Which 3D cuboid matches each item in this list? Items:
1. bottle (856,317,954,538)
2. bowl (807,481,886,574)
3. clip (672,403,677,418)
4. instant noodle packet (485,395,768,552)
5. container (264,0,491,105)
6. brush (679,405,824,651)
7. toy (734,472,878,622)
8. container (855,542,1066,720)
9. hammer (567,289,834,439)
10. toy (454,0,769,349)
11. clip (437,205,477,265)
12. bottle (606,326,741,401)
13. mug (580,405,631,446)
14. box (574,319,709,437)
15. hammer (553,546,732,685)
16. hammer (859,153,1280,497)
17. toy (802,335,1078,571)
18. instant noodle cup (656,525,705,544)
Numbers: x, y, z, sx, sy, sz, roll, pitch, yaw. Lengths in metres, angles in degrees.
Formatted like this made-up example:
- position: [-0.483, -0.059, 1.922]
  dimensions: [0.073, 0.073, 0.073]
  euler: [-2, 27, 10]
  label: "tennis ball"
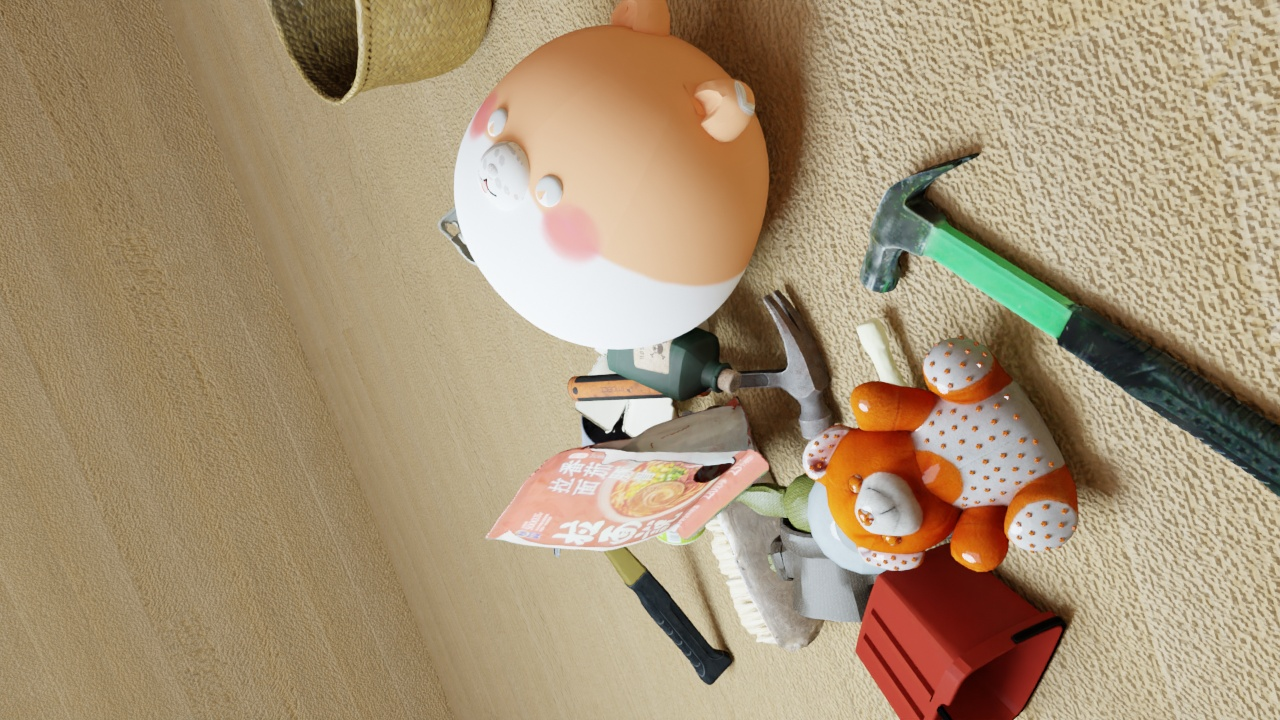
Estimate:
- position: [0.220, 0.052, 0.745]
  dimensions: [0.045, 0.045, 0.184]
  euler: [-22, 92, 61]
  label: "bottle"
- position: [0.194, 0.135, 0.784]
  dimensions: [0.106, 0.039, 0.106]
  euler: [1, 95, 16]
  label: "bowl"
- position: [0.025, 0.077, 1.083]
  dimensions: [0.024, 0.041, 0.061]
  euler: [25, 136, 47]
  label: "clip"
- position: [-0.019, 0.111, 0.844]
  dimensions: [0.165, 0.220, 0.084]
  euler: [-50, 52, 44]
  label: "instant noodle packet"
- position: [-0.310, -0.469, 1.072]
  dimensions: [0.307, 0.196, 0.308]
  euler: [35, 137, 41]
  label: "container"
- position: [0.112, 0.176, 0.970]
  dimensions: [0.057, 0.083, 0.271]
  euler: [-23, 91, 60]
  label: "brush"
- position: [0.180, 0.174, 0.861]
  dimensions: [0.180, 0.078, 0.153]
  euler: [-3, 105, 31]
  label: "toy"
- position: [0.272, 0.263, 0.732]
  dimensions: [0.201, 0.126, 0.148]
  euler: [50, 148, 44]
  label: "container"
- position: [0.041, 0.011, 0.929]
  dimensions: [0.315, 0.034, 0.138]
  euler: [-4, 106, 41]
  label: "hammer"
- position: [-0.021, -0.152, 0.775]
  dimensions: [0.262, 0.265, 0.282]
  euler: [54, 131, 24]
  label: "toy"
- position: [-0.155, -0.160, 1.132]
  dimensions: [0.152, 0.125, 0.096]
  euler: [42, 159, -5]
  label: "clip"
- position: [0.036, -0.001, 0.863]
  dimensions: [0.131, 0.061, 0.061]
  euler: [23, 119, 34]
  label: "bottle"
- position: [-0.035, 0.074, 1.134]
  dimensions: [0.104, 0.084, 0.123]
  euler: [97, 164, -62]
  label: "mug"
- position: [-0.006, 0.006, 1.015]
  dimensions: [0.143, 0.050, 0.184]
  euler: [32, 129, 30]
  label: "box"
- position: [0.009, 0.282, 1.127]
  dimensions: [0.333, 0.117, 0.025]
  euler: [55, 161, -22]
  label: "hammer"
- position: [0.282, -0.026, 0.606]
  dimensions: [0.319, 0.032, 0.130]
  euler: [44, 143, 33]
  label: "hammer"
- position: [0.212, 0.083, 0.677]
  dimensions: [0.173, 0.092, 0.164]
  euler: [-33, 87, 29]
  label: "toy"
- position: [0.042, 0.155, 1.066]
  dimensions: [0.099, 0.098, 0.108]
  euler: [42, 150, 36]
  label: "instant noodle cup"
